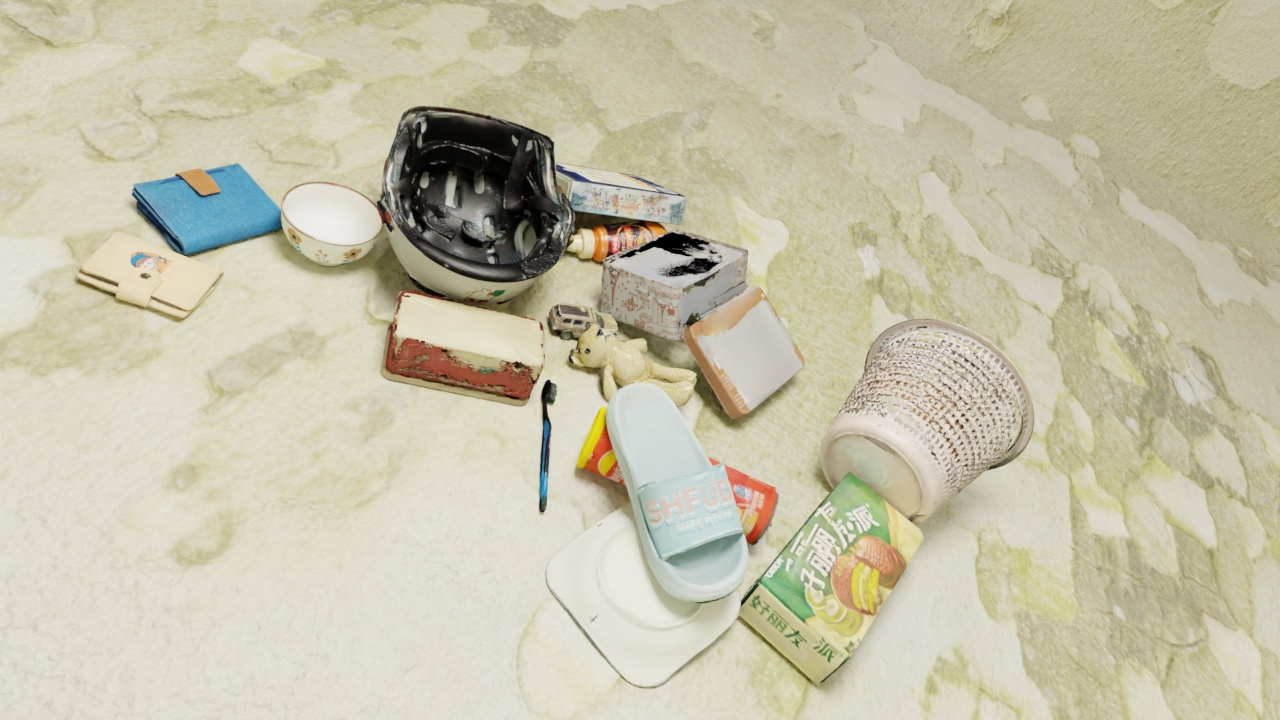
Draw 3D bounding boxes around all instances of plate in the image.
[{"bbox_3d":[0.009,0.215,0.895,0.163,0.034,0.164,-29,66,-37],"label":"plate"}]

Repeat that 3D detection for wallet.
[{"bbox_3d":[-0.489,-0.175,1.047,0.106,0.040,0.132,45,41,13],"label":"wallet"},{"bbox_3d":[-0.508,-0.088,0.951,0.115,0.024,0.087,23,40,-9],"label":"wallet"}]

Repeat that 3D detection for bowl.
[{"bbox_3d":[-0.363,-0.151,1.074,0.113,0.062,0.113,15,42,-14],"label":"bowl"}]

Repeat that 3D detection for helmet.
[{"bbox_3d":[-0.209,-0.168,1.111,0.229,0.157,0.273,3,59,-25],"label":"helmet"}]

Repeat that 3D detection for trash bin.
[{"bbox_3d":[0.330,0.090,1.119,0.227,0.228,0.191,41,53,16],"label":"trash bin"}]

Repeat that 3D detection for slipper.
[{"bbox_3d":[0.039,0.119,0.908,0.103,0.074,0.245,-8,58,-27],"label":"slipper"}]

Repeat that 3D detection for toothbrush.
[{"bbox_3d":[-0.101,0.090,1.003,0.016,0.014,0.189,35,33,-31],"label":"toothbrush"}]

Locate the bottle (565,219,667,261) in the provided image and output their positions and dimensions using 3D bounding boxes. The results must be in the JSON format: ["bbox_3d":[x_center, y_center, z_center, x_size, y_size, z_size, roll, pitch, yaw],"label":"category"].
[{"bbox_3d":[-0.036,-0.164,1.288,0.149,0.067,0.066,-4,48,-24],"label":"bottle"}]

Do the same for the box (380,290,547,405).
[{"bbox_3d":[-0.192,-0.018,1.014,0.168,0.080,0.091,12,41,-18],"label":"box"}]

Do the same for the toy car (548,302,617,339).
[{"bbox_3d":[-0.069,-0.048,1.156,0.090,0.035,0.042,10,43,-25],"label":"toy car"}]

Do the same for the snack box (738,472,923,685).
[{"bbox_3d":[0.211,0.228,0.993,0.114,0.063,0.239,41,40,14],"label":"snack box"}]

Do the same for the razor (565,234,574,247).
[{"bbox_3d":[-0.150,-0.211,1.260,0.167,0.068,0.062,47,30,23],"label":"razor"}]

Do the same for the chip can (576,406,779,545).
[{"bbox_3d":[0.040,0.127,0.999,0.216,0.073,0.073,26,39,-5],"label":"chip can"}]

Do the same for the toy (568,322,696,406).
[{"bbox_3d":[-0.007,0.006,1.108,0.157,0.066,0.104,24,55,7],"label":"toy"}]

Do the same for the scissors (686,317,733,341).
[{"bbox_3d":[0.120,-0.037,1.277,0.135,0.014,0.175,-19,55,-41],"label":"scissors"}]

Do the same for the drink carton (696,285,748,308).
[{"bbox_3d":[0.107,-0.126,1.338,0.053,0.046,0.122,-5,49,-33],"label":"drink carton"}]

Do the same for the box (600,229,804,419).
[{"bbox_3d":[0.089,-0.063,1.198,0.273,0.126,0.178,42,42,15],"label":"box"}]

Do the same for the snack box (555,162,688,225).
[{"bbox_3d":[-0.053,-0.244,1.318,0.182,0.046,0.178,3,19,-27],"label":"snack box"}]
